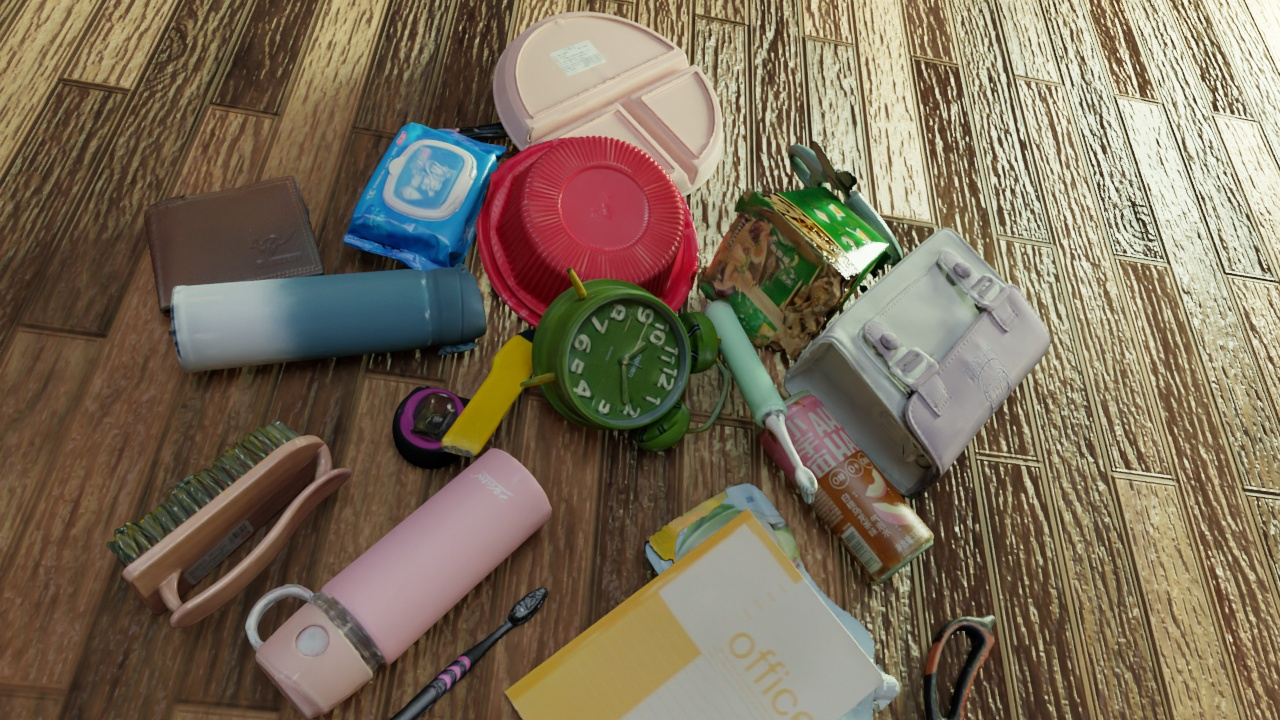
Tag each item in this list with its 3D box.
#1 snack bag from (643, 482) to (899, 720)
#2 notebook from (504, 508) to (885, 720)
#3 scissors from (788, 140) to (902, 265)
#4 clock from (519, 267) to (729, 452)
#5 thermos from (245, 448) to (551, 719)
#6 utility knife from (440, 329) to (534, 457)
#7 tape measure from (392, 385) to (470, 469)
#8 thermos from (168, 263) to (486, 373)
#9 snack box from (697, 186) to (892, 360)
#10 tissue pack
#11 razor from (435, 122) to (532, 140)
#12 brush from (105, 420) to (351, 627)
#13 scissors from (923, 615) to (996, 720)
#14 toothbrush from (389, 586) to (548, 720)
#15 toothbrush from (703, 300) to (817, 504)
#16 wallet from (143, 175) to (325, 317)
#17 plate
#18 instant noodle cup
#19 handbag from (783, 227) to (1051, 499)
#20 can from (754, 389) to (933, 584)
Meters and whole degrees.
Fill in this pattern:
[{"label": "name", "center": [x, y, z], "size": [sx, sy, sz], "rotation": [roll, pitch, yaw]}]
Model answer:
[{"label": "snack bag", "center": [0.092, 0.183, 0.642], "size": [0.110, 0.039, 0.191], "rotation": [-23, 67, -31]}, {"label": "notebook", "center": [0.036, 0.213, 0.599], "size": [0.206, 0.010, 0.146], "rotation": [-34, 71, -13]}, {"label": "scissors", "center": [0.171, -0.157, 0.823], "size": [0.019, 0.173, 0.178], "rotation": [-43, 47, 7]}, {"label": "clock", "center": [-0.004, 0.004, 0.692], "size": [0.161, 0.056, 0.116], "rotation": [23, 88, -23]}, {"label": "thermos", "center": [-0.157, 0.136, 0.601], "size": [0.087, 0.067, 0.198], "rotation": [39, 60, 21]}, {"label": "utility knife", "center": [-0.108, 0.022, 0.685], "size": [0.033, 0.015, 0.154], "rotation": [32, 37, -3]}, {"label": "tape measure", "center": [-0.152, 0.048, 0.670], "size": [0.057, 0.039, 0.057], "rotation": [18, 57, -1]}, {"label": "thermos", "center": [-0.228, -0.032, 0.689], "size": [0.220, 0.070, 0.070], "rotation": [-6, 60, -16]}, {"label": "snack box", "center": [0.136, -0.083, 0.779], "size": [0.105, 0.118, 0.117], "rotation": [-30, 70, -40]}, {"label": "tissue pack", "center": [-0.177, -0.142, 0.774], "size": [0.095, 0.052, 0.156], "rotation": [18, 57, -1]}, {"label": "razor", "center": [-0.128, -0.211, 0.846], "size": [0.142, 0.022, 0.042], "rotation": [-6, 59, -15]}, {"label": "brush", "center": [-0.262, 0.103, 0.600], "size": [0.073, 0.063, 0.145], "rotation": [36, 56, 15]}, {"label": "scissors", "center": [0.217, 0.273, 0.624], "size": [0.222, 0.015, 0.188], "rotation": [-4, 60, -15]}, {"label": "toothbrush", "center": [-0.129, 0.209, 0.589], "size": [0.014, 0.018, 0.188], "rotation": [44, 62, 13]}, {"label": "toothbrush", "center": [0.090, 0.023, 0.696], "size": [0.026, 0.027, 0.224], "rotation": [-11, 38, -8]}, {"label": "wallet", "center": [-0.321, -0.090, 0.726], "size": [0.124, 0.032, 0.101], "rotation": [-16, 66, -20]}, {"label": "plate", "center": [-0.024, -0.246, 0.869], "size": [0.229, 0.028, 0.229], "rotation": [9, 60, -15]}, {"label": "instant noodle cup", "center": [-0.036, -0.112, 0.753], "size": [0.193, 0.066, 0.193], "rotation": [4, 73, -12]}, {"label": "handbag", "center": [0.235, -0.003, 0.754], "size": [0.145, 0.099, 0.196], "rotation": [47, 58, 7]}, {"label": "can", "center": [0.153, 0.094, 0.695], "size": [0.057, 0.058, 0.147], "rotation": [-28, 68, -26]}]
